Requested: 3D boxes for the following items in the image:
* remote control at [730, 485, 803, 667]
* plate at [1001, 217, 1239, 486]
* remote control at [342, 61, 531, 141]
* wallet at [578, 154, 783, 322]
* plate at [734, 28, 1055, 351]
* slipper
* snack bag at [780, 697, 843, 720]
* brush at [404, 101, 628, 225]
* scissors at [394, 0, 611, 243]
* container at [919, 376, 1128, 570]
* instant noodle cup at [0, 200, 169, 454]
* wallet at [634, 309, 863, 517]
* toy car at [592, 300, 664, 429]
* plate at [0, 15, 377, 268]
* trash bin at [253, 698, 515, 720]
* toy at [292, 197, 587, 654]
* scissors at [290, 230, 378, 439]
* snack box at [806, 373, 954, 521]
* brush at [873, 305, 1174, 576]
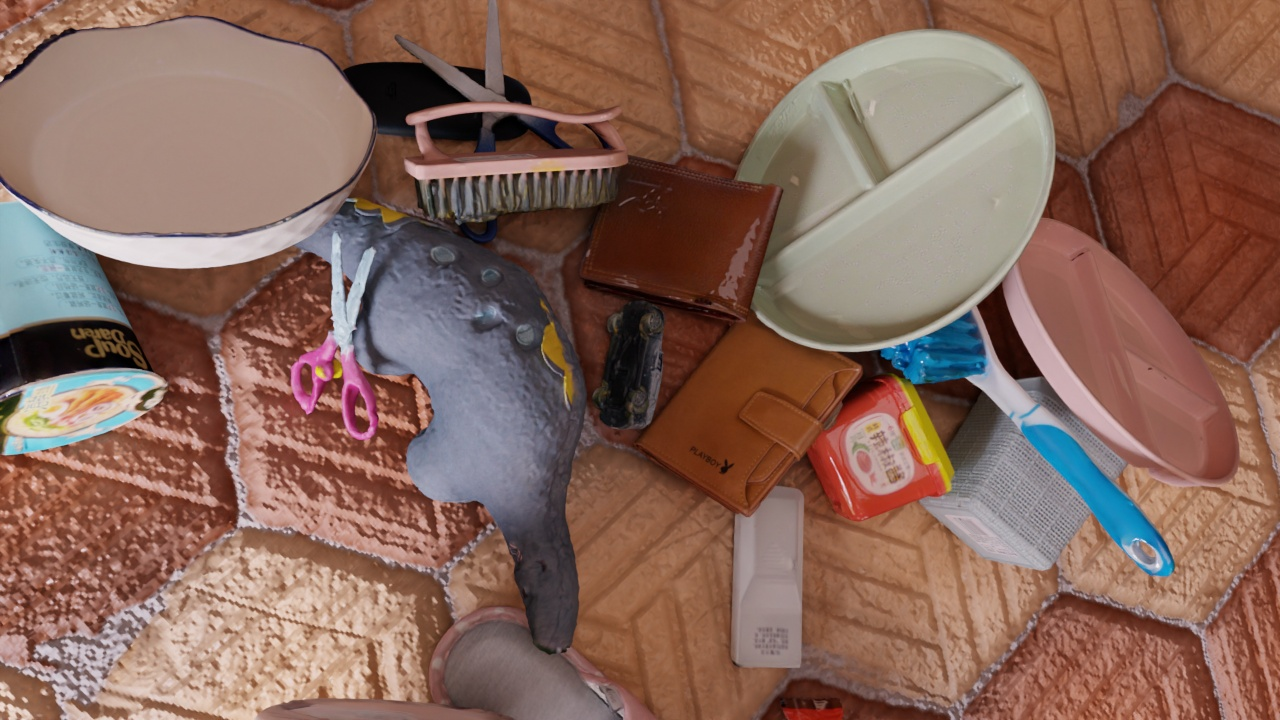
[{"bbox_3d":[0.090,0.151,0.645,0.049,0.024,0.125,4,82,-13],"label":"remote control"},{"bbox_3d":[0.348,-0.007,0.673,0.229,0.028,0.229,21,48,-25],"label":"plate"},{"bbox_3d":[-0.142,-0.180,0.633,0.136,0.024,0.053,0,85,-14],"label":"remote control"},{"bbox_3d":[0.028,-0.088,0.642,0.124,0.032,0.101,14,79,7],"label":"wallet"},{"bbox_3d":[0.159,-0.113,0.616,0.027,0.231,0.230,23,75,-48],"label":"plate"},{"bbox_3d":[-0.024,0.267,0.585,0.114,0.054,0.274,-44,92,-15],"label":"slipper"},{"bbox_3d":[0.115,0.286,0.631,0.048,0.026,0.104,5,82,-7],"label":"snack bag"},{"bbox_3d":[-0.077,-0.132,0.597,0.145,0.063,0.073,-9,108,-19],"label":"brush"},{"bbox_3d":[-0.092,-0.163,0.630,0.162,0.012,0.176,7,94,-24],"label":"scissors"},{"bbox_3d":[0.275,0.084,0.666,0.090,0.090,0.111,39,78,-6],"label":"container"},{"bbox_3d":[-0.348,-0.022,0.527,0.111,0.111,0.120,-22,79,-16],"label":"instant noodle cup"},{"bbox_3d":[0.074,0.034,0.626,0.108,0.031,0.131,30,72,36],"label":"wallet"},{"bbox_3d":[-0.004,0.004,0.634,0.034,0.043,0.090,15,81,-39],"label":"toy car"},{"bbox_3d":[-0.265,-0.130,0.545,0.205,0.046,0.204,7,49,-9],"label":"plate"},{"bbox_3d":[-0.140,0.284,0.476,0.227,0.228,0.192,9,74,-13],"label":"trash bin"},{"bbox_3d":[-0.109,0.010,0.581,0.138,0.091,0.356,-32,85,2],"label":"toy"},{"bbox_3d":[-0.175,-0.010,0.556,0.093,0.138,0.017,40,31,17],"label":"scissors"},{"bbox_3d":[0.162,0.064,0.650,0.080,0.082,0.091,-25,88,-2],"label":"snack box"},{"bbox_3d":[0.226,0.009,0.615,0.109,0.061,0.314,2,48,-30],"label":"brush"}]
